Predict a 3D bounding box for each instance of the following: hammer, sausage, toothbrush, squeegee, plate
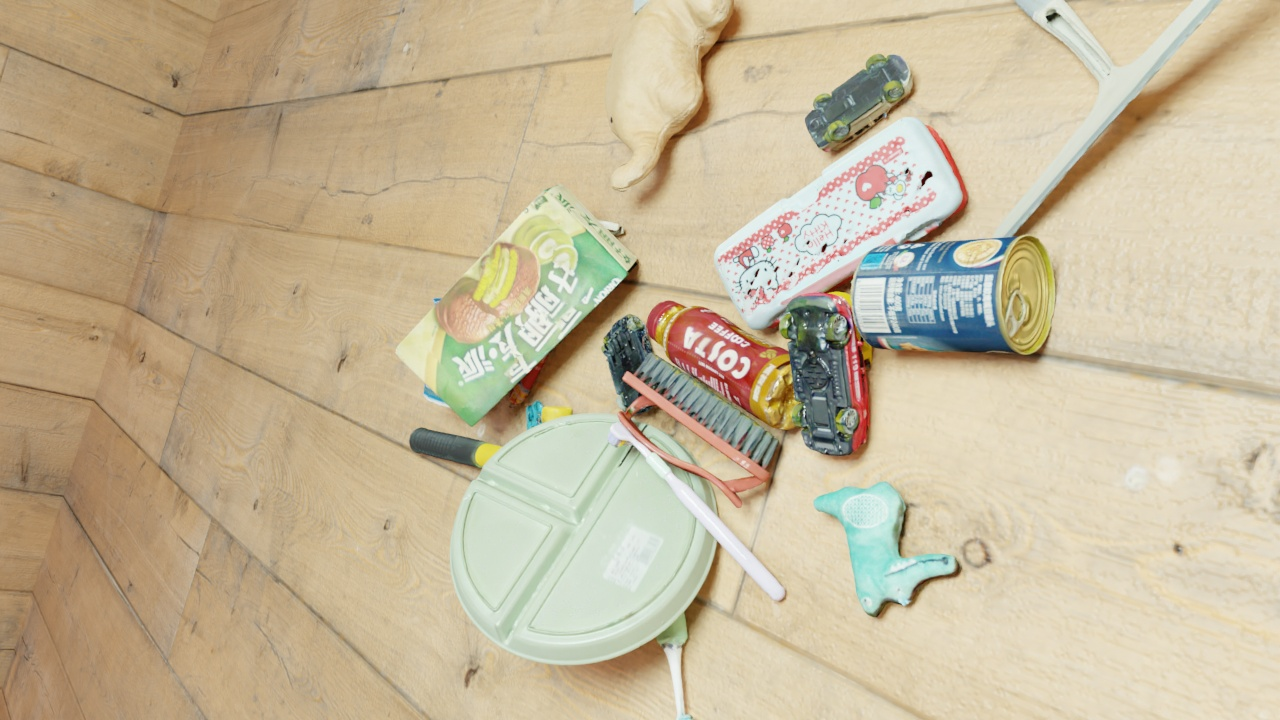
[{"bbox_3d":[-0.168,0.102,0.985,0.301,0.032,0.129,4,90,50],"label":"hammer"},{"bbox_3d":[-0.104,-0.015,0.979,0.020,0.020,0.156,38,105,47],"label":"sausage"},{"bbox_3d":[0.023,0.201,0.761,0.027,0.026,0.224,-34,53,44],"label":"toothbrush"},{"bbox_3d":[0.042,0.118,0.722,0.021,0.029,0.189,-45,71,-5],"label":"toothbrush"},{"bbox_3d":[0.281,-0.239,0.634,0.247,0.039,0.246,-59,34,40],"label":"squeegee"},{"bbox_3d":[-0.051,0.136,0.762,0.230,0.027,0.229,-7,52,8],"label":"plate"}]

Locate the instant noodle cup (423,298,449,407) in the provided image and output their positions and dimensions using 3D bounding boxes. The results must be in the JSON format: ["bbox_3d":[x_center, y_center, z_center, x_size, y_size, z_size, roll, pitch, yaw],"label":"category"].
[{"bbox_3d":[-0.195,-0.004,1.025,0.099,0.099,0.110,23,101,48],"label":"instant noodle cup"}]

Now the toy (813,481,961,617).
[{"bbox_3d":[0.168,0.128,0.632,0.097,0.030,0.091,-18,68,34],"label":"toy"}]

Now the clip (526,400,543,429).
[{"bbox_3d":[-0.108,0.069,0.958,0.041,0.014,0.056,-29,59,38],"label":"clip"}]

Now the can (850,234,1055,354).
[{"bbox_3d":[0.206,-0.043,0.615,0.111,0.075,0.075,3,79,48],"label":"can"}]

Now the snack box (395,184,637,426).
[{"bbox_3d":[-0.126,-0.053,0.920,0.240,0.114,0.063,-42,6,18],"label":"snack box"}]

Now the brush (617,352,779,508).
[{"bbox_3d":[0.046,0.059,0.749,0.146,0.063,0.069,35,89,34],"label":"brush"}]

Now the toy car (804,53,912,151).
[{"bbox_3d":[0.177,-0.206,0.735,0.091,0.035,0.042,-35,54,27],"label":"toy car"}]

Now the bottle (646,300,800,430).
[{"bbox_3d":[0.069,-0.004,0.760,0.175,0.057,0.057,33,101,47],"label":"bottle"}]

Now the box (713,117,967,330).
[{"bbox_3d":[0.146,-0.099,0.706,0.202,0.068,0.090,-33,54,34],"label":"box"}]

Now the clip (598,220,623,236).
[{"bbox_3d":[-0.058,-0.123,0.958,0.098,0.064,0.034,3,80,40],"label":"clip"}]

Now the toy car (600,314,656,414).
[{"bbox_3d":[-0.005,0.005,0.856,0.049,0.031,0.105,-43,46,31],"label":"toy car"}]

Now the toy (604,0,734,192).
[{"bbox_3d":[0.014,-0.271,0.899,0.143,0.082,0.226,27,99,60],"label":"toy"}]

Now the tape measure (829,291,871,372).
[{"bbox_3d":[0.150,-0.023,0.698,0.060,0.028,0.057,14,114,47],"label":"tape measure"}]

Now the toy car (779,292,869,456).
[{"bbox_3d":[0.136,0.008,0.664,0.053,0.045,0.120,6,113,48],"label":"toy car"}]
